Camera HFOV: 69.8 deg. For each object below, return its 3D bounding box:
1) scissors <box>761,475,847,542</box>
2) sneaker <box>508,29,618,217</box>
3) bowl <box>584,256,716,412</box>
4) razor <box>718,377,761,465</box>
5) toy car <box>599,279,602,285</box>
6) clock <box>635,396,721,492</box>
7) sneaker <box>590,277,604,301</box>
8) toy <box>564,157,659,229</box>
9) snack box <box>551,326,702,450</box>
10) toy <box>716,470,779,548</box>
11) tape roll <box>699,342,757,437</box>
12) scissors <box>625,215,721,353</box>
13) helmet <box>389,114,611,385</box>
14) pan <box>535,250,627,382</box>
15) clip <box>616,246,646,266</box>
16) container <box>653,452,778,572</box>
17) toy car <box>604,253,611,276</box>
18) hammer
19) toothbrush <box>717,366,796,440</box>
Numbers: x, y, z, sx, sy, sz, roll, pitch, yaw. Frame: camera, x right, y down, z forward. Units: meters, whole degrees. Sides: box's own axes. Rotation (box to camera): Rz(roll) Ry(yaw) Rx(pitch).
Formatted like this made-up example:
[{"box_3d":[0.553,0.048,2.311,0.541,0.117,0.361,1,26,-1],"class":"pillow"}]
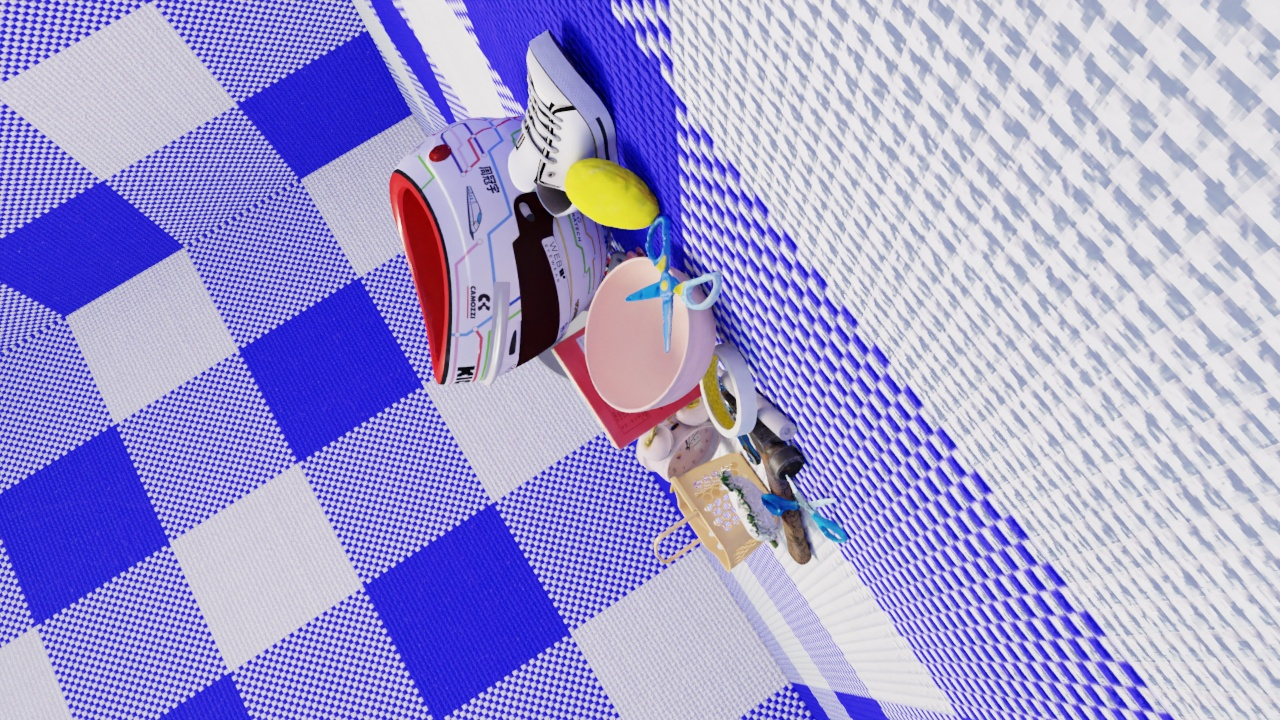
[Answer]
[{"box_3d":[0.157,0.145,0.917,0.119,0.014,0.129,14,155,37],"class":"scissors"},{"box_3d":[-0.086,-0.207,0.865,0.091,0.097,0.245,56,174,11],"class":"sneaker"},{"box_3d":[0.020,-0.023,0.899,0.076,0.153,0.153,4,-143,-42],"class":"bowl"},{"box_3d":[0.116,0.079,1.068,0.044,0.018,0.141,49,169,49],"class":"razor"},{"box_3d":[-0.079,-0.146,1.281,0.036,0.042,0.091,-25,-79,-73],"class":"toy car"},{"box_3d":[0.052,0.104,1.248,0.059,0.116,0.158,40,165,33],"class":"clock"},{"box_3d":[-0.074,-0.102,1.408,0.116,0.091,0.242,47,150,32],"class":"sneaker"},{"box_3d":[-0.026,-0.151,0.845,0.094,0.041,0.095,16,164,26],"class":"toy"},{"box_3d":[-0.006,0.006,1.072,0.142,0.145,0.040,57,171,-3],"class":"snack box"},{"box_3d":[0.133,0.173,1.046,0.095,0.041,0.109,60,-177,35],"class":"toy"},{"box_3d":[0.086,0.030,0.913,0.094,0.019,0.094,167,90,-72],"class":"tape roll"},{"box_3d":[0.028,-0.069,0.830,0.130,0.013,0.125,3,94,52],"class":"scissors"},{"box_3d":[-0.152,-0.133,1.069,0.232,0.235,0.314,131,125,-62],"class":"helmet"},{"box_3d":[-0.051,-0.059,1.283,0.358,0.201,0.050,109,175,-57],"class":"pan"},{"box_3d":[-0.004,-0.116,1.054,0.023,0.045,0.060,55,141,-2],"class":"clip"},{"box_3d":[0.094,0.226,1.263,0.129,0.167,0.183,55,173,21],"class":"container"},{"box_3d":[-0.043,-0.126,1.235,0.038,0.025,0.089,64,-174,27],"class":"toy car"},{"box_3d":[0.160,0.150,1.051,0.120,0.033,0.330,57,175,37],"class":"hammer"},{"box_3d":[0.103,0.031,0.933,0.018,0.019,0.188,54,176,-31],"class":"toothbrush"}]
